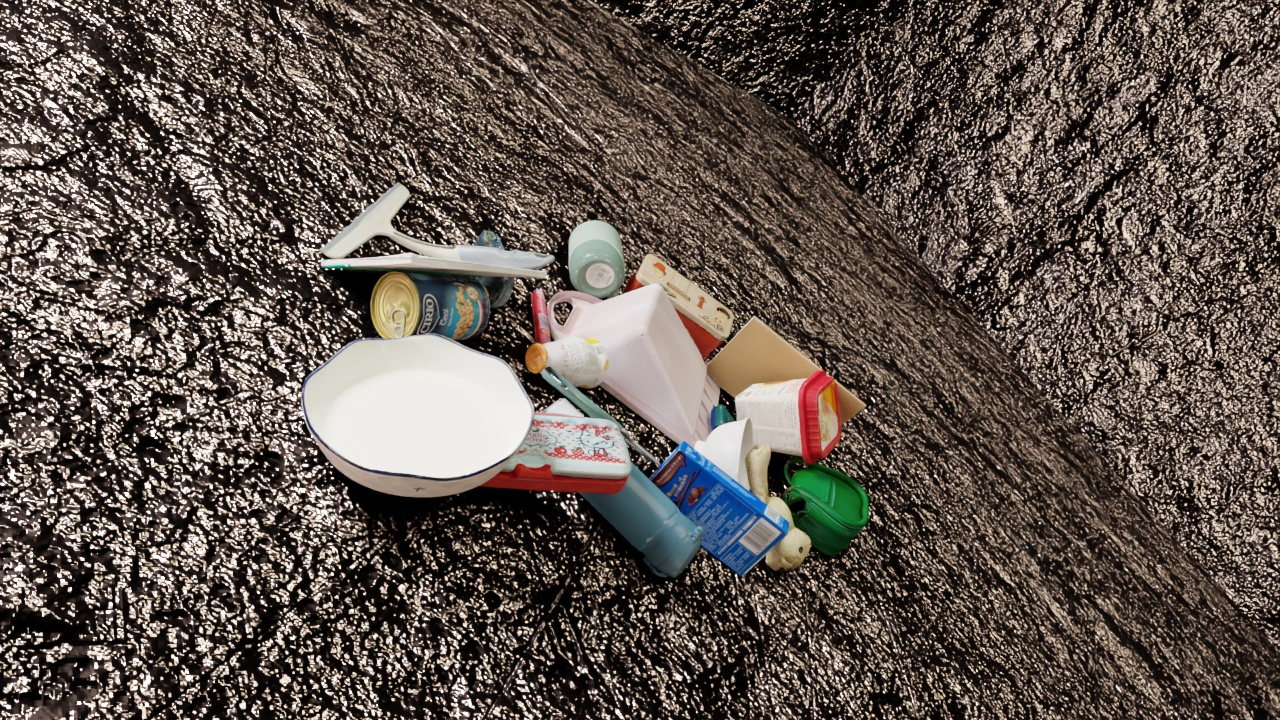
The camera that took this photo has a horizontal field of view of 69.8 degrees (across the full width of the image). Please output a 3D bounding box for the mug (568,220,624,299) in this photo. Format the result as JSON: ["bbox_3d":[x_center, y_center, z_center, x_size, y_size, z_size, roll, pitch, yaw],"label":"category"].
[{"bbox_3d":[-0.061,-0.138,1.379,0.106,0.082,0.112,-99,164,-55],"label":"mug"}]

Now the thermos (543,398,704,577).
[{"bbox_3d":[-0.027,0.137,0.976,0.220,0.070,0.070,44,26,11],"label":"thermos"}]

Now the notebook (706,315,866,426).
[{"bbox_3d":[0.209,0.040,1.364,0.207,0.148,0.008,38,44,-2],"label":"notebook"}]

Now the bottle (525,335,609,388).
[{"bbox_3d":[-0.089,0.001,1.118,0.108,0.063,0.063,6,41,-50],"label":"bottle"}]

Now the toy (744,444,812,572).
[{"bbox_3d":[0.162,0.180,1.120,0.105,0.066,0.157,32,42,-79],"label":"toy"}]

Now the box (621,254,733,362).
[{"bbox_3d":[0.052,-0.075,1.408,0.168,0.079,0.091,36,32,-8],"label":"box"}]

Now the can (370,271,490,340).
[{"bbox_3d":[-0.229,-0.058,1.014,0.075,0.075,0.111,50,27,21],"label":"can"}]

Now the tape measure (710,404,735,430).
[{"bbox_3d":[0.119,0.094,1.273,0.054,0.025,0.058,49,26,-26],"label":"tape measure"}]

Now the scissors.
[{"bbox_3d":[-0.045,0.066,1.059,0.174,0.019,0.178,39,-5,-5],"label":"scissors"}]

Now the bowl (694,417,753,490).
[{"bbox_3d":[0.101,0.128,1.151,0.065,0.118,0.118,4,20,16],"label":"bowl"}]

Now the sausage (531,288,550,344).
[{"bbox_3d":[-0.130,-0.049,1.198,0.020,0.020,0.155,25,29,-27],"label":"sausage"}]

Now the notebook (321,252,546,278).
[{"bbox_3d":[-0.231,-0.106,1.049,0.151,0.012,0.208,3,2,36],"label":"notebook"}]

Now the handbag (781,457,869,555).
[{"bbox_3d":[0.246,0.193,1.251,0.120,0.068,0.131,37,25,-3],"label":"handbag"}]

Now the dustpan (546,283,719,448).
[{"bbox_3d":[-0.008,0.007,1.284,0.273,0.139,0.222,63,19,-17],"label":"dustpan"}]

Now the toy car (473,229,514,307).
[{"bbox_3d":[-0.190,-0.119,1.189,0.036,0.054,0.120,15,35,-38],"label":"toy car"}]

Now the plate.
[{"bbox_3d":[-0.202,0.050,0.842,0.205,0.046,0.204,10,35,-7],"label":"plate"}]

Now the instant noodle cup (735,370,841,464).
[{"bbox_3d":[0.207,0.078,1.296,0.116,0.124,0.117,-29,115,-58],"label":"instant noodle cup"}]

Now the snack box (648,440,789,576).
[{"bbox_3d":[0.083,0.170,1.049,0.157,0.085,0.026,38,26,-3],"label":"snack box"}]

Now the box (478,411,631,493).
[{"bbox_3d":[-0.110,0.084,0.901,0.201,0.049,0.087,6,39,-16],"label":"box"}]

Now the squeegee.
[{"bbox_3d":[-0.228,-0.140,1.140,0.246,0.039,0.245,13,29,1],"label":"squeegee"}]
